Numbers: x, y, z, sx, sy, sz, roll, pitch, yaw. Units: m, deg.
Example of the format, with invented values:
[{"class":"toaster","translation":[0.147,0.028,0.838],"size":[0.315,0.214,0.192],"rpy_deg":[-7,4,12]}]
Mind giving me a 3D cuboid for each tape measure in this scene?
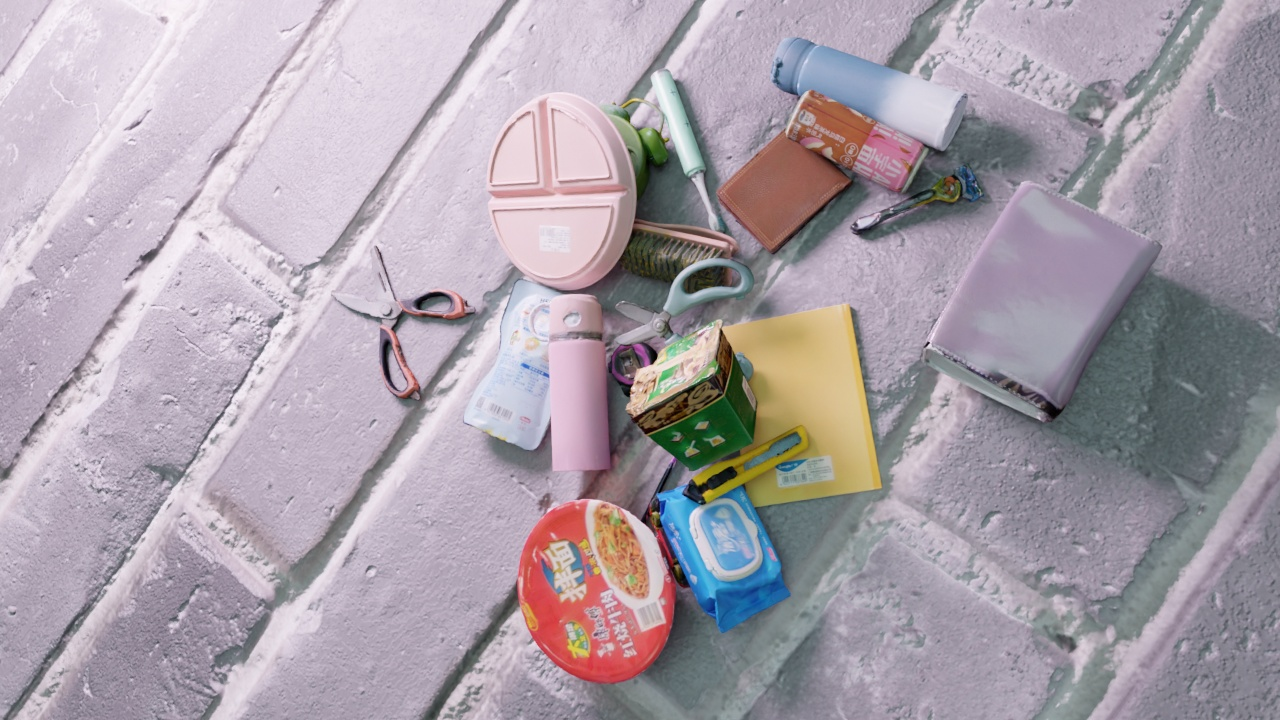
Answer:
[{"class":"tape measure","translation":[-0.006,0.006,1.051],"size":[0.057,0.039,0.058],"rpy_deg":[-26,72,12]}]

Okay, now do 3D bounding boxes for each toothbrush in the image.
[{"class":"toothbrush","translation":[0.057,-0.250,1.091],"size":[0.027,0.027,0.224],"rpy_deg":[-34,67,43]},{"class":"toothbrush","translation":[0.013,0.164,1.027],"size":[0.018,0.014,0.189],"rpy_deg":[28,88,11]}]

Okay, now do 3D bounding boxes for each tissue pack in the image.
[{"class":"tissue pack","translation":[0.087,0.194,0.958],"size":[0.094,0.052,0.157],"rpy_deg":[-19,71,-20]}]

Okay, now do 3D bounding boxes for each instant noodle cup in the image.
[{"class":"instant noodle cup","translation":[-0.036,0.241,0.983],"size":[0.194,0.065,0.194],"rpy_deg":[0,90,30]}]

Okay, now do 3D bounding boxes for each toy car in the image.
[{"class":"toy car","translation":[0.045,0.192,0.997],"size":[0.049,0.031,0.106],"rpy_deg":[-17,72,-21]}]

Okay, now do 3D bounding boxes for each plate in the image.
[{"class":"plate","translation":[-0.102,-0.195,1.073],"size":[0.230,0.028,0.230],"rpy_deg":[10,107,37]}]

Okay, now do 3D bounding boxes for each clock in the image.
[{"class":"clock","translation":[-0.034,-0.245,1.104],"size":[0.116,0.056,0.161],"rpy_deg":[38,92,20]}]

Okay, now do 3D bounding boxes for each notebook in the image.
[{"class":"notebook","translation":[0.172,0.048,1.000],"size":[0.146,0.010,0.206],"rpy_deg":[-11,76,15]}]

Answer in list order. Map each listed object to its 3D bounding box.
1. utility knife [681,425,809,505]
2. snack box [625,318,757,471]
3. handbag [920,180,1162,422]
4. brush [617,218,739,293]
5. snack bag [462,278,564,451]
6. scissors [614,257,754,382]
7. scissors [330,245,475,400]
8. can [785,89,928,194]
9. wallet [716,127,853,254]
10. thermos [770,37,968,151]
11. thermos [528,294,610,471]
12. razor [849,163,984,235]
[{"class":"utility knife","translation":[0.112,0.108,0.961],"size":[0.154,0.015,0.033],"rpy_deg":[-26,66,-15]},{"class":"snack box","translation":[0.065,0.043,0.968],"size":[0.118,0.118,0.105],"rpy_deg":[-29,113,26]},{"class":"handbag","translation":[0.389,-0.055,0.905],"size":[0.145,0.098,0.197],"rpy_deg":[31,88,23]},{"class":"brush","translation":[0.037,-0.126,1.058],"size":[0.146,0.063,0.072],"rpy_deg":[17,55,23]},{"class":"snack bag","translation":[-0.134,0.004,1.096],"size":[0.110,0.039,0.191],"rpy_deg":[20,83,23]},{"class":"scissors","translation":[0.060,-0.052,1.005],"size":[0.173,0.019,0.179],"rpy_deg":[26,107,6]},{"class":"scissors","translation":[-0.315,-0.050,1.178],"size":[0.223,0.015,0.189],"rpy_deg":[11,82,21]},{"class":"can","translation":[0.234,-0.238,0.999],"size":[0.147,0.058,0.058],"rpy_deg":[29,88,8]},{"class":"wallet","translation":[0.162,-0.194,1.045],"size":[0.124,0.032,0.101],"rpy_deg":[-42,73,6]},{"class":"thermos","translation":[0.248,-0.302,1.021],"size":[0.220,0.070,0.070],"rpy_deg":[28,88,22]},{"class":"thermos","translation":[-0.081,0.026,1.042],"size":[0.087,0.067,0.198],"rpy_deg":[-4,86,5]},{"class":"razor","translation":[0.296,-0.171,1.000],"size":[0.143,0.022,0.042],"rpy_deg":[-22,71,13]}]
